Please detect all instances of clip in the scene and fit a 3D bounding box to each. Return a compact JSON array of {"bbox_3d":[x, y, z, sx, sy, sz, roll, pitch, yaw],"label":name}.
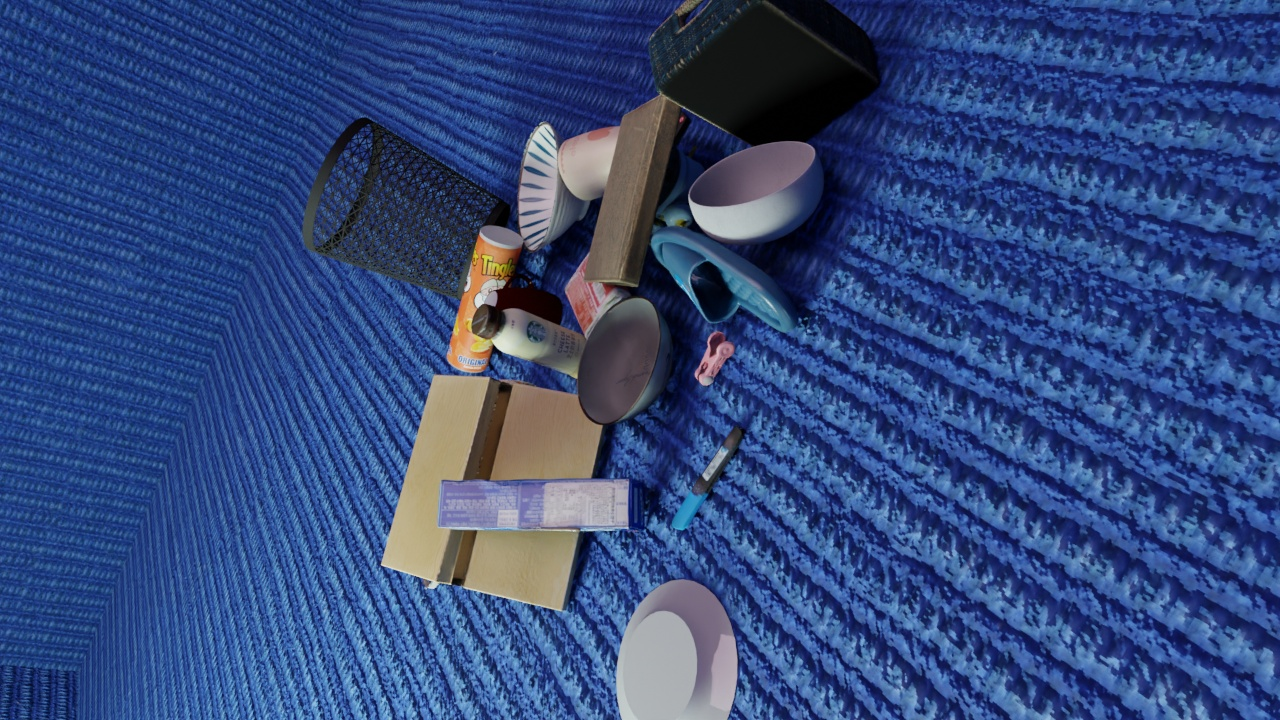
[{"bbox_3d":[0.074,-0.003,0.968,0.058,0.022,0.035,-61,40,15],"label":"clip"}]

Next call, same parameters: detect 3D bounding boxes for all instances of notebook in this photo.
[{"bbox_3d":[-0.004,-0.189,1.030,0.190,0.034,0.215,-165,89,-72],"label":"notebook"}]

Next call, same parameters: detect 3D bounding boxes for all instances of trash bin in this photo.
[{"bbox_3d":[-0.342,-0.213,1.388,0.217,0.243,0.217,-160,94,-87],"label":"trash bin"}]

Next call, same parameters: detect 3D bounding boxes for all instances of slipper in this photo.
[{"bbox_3d":[0.075,-0.080,0.933,0.059,0.104,0.214,-47,40,-8],"label":"slipper"}]

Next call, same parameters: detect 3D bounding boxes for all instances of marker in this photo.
[{"bbox_3d":[0.069,0.119,0.921,0.123,0.015,0.018,-59,40,10],"label":"marker"}]

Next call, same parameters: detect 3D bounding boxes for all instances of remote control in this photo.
[{"bbox_3d":[0.020,-0.265,1.179,0.125,0.010,0.039,-53,38,22],"label":"remote control"}]

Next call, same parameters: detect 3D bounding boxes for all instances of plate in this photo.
[{"bbox_3d":[0.024,0.298,0.885,0.173,0.019,0.172,-28,52,43],"label":"plate"}]

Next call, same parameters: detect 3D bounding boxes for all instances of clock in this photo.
[{"bbox_3d":[0.032,-0.195,1.093,0.089,0.051,0.124,-5,69,51],"label":"clock"}]

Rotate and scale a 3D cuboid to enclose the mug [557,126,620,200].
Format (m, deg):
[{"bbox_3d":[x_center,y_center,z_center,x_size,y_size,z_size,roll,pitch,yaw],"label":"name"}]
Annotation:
[{"bbox_3d":[-0.033,-0.267,1.181,0.105,0.085,0.111,-6,39,42],"label":"mug"}]

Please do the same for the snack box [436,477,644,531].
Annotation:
[{"bbox_3d":[-0.109,0.158,1.000,0.227,0.059,0.059,-3,76,18],"label":"snack box"}]

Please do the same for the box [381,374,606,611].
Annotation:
[{"bbox_3d":[-0.178,0.149,1.101,0.261,0.096,0.247,8,78,21],"label":"box"}]

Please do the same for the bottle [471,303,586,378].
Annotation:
[{"bbox_3d":[-0.128,-0.026,1.124,0.057,0.162,0.056,-28,52,42],"label":"bottle"}]

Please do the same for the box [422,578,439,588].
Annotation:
[{"bbox_3d":[-0.286,0.204,1.329,0.149,0.042,0.216,-42,43,27],"label":"box"}]

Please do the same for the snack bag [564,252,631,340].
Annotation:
[{"bbox_3d":[-0.053,-0.081,1.161,0.077,0.036,0.115,-53,39,23],"label":"snack bag"}]

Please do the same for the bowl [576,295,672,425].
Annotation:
[{"bbox_3d":[-0.006,0.006,1.039,0.151,0.056,0.150,-28,52,43],"label":"bowl"}]

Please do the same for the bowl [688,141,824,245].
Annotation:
[{"bbox_3d":[0.121,-0.160,0.923,0.132,0.064,0.131,-18,32,11],"label":"bowl"}]

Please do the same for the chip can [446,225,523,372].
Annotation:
[{"bbox_3d":[-0.226,-0.086,1.325,0.062,0.062,0.211,56,133,49],"label":"chip can"}]

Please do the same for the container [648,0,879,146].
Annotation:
[{"bbox_3d":[0.122,-0.294,0.907,0.146,0.187,0.071,-32,53,40],"label":"container"}]

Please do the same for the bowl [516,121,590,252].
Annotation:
[{"bbox_3d":[-0.113,-0.235,1.272,0.177,0.070,0.177,-177,90,-66],"label":"bowl"}]

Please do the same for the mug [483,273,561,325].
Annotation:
[{"bbox_3d":[-0.170,-0.076,1.267,0.087,0.088,0.113,-34,48,39],"label":"mug"}]

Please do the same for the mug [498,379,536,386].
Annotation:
[{"bbox_3d":[-0.197,0.081,1.210,0.081,0.122,0.097,124,147,-71],"label":"mug"}]
